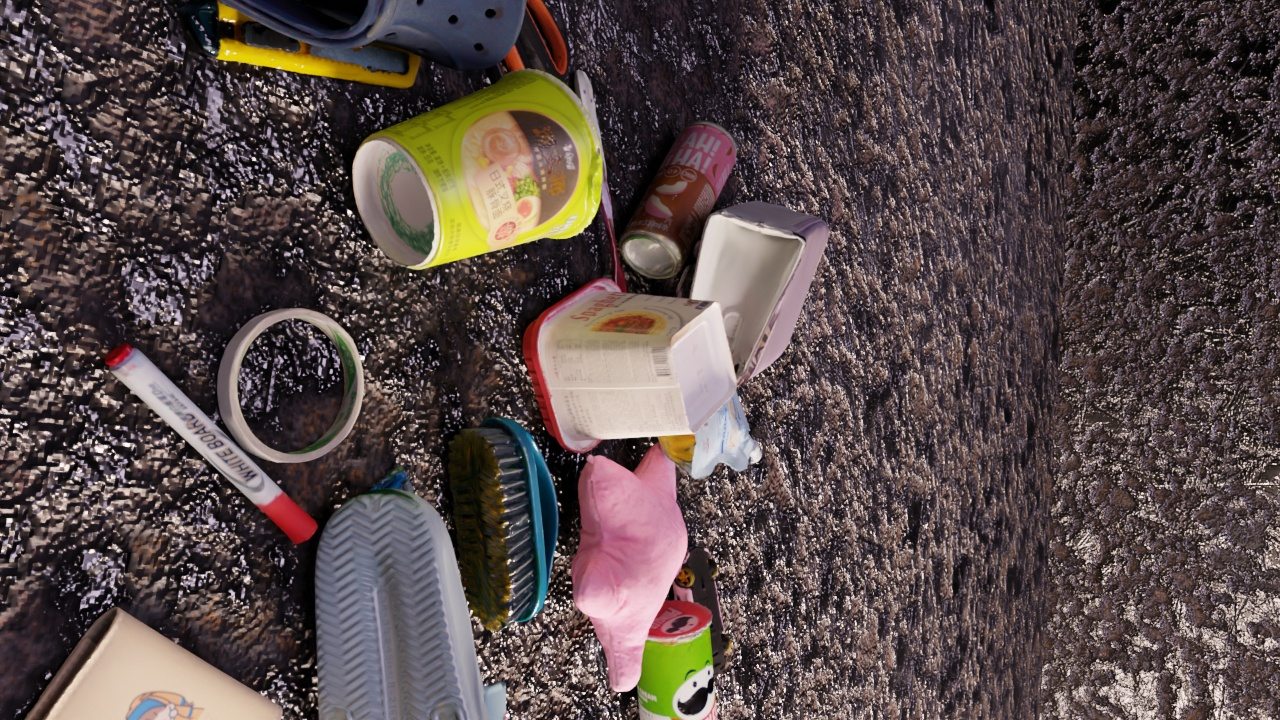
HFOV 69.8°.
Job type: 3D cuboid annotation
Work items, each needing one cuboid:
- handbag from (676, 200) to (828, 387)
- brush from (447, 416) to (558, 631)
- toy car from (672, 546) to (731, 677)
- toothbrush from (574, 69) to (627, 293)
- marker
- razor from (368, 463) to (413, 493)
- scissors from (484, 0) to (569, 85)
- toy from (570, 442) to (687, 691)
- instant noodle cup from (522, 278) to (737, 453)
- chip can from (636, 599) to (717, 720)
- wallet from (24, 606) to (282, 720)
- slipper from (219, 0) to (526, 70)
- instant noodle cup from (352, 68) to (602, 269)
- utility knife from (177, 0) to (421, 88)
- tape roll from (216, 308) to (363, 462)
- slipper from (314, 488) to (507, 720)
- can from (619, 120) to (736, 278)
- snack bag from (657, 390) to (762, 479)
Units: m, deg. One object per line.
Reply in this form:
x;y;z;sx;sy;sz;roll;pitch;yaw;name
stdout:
0.097;-0.063;0.811;0.196;0.098;0.145;-32;136;-69;handbag
-0.088;0.108;0.628;0.073;0.055;0.144;-15;103;-53;brush
0.053;0.235;0.855;0.056;0.037;0.122;3;76;-58;toy car
-0.034;-0.136;0.734;0.016;0.017;0.187;-25;109;-49;toothbrush
-0.217;0.046;0.473;0.017;0.017;0.145;-60;137;-34;marker
-0.137;0.136;0.589;0.042;0.022;0.143;-44;126;-43;razor
-0.107;-0.281;0.623;0.152;0.022;0.235;-35;116;-57;scissors
-0.008;0.137;0.724;0.194;0.075;0.179;-62;143;-50;toy
-0.004;0.004;0.685;0.116;0.124;0.117;-39;122;-47;instant noodle cup
0.034;0.332;0.800;0.072;0.072;0.236;-19;107;-54;chip can
-0.238;0.186;0.444;0.115;0.024;0.087;58;48;-40;wallet
-0.151;-0.210;0.451;0.252;0.105;0.095;8;47;-45;slipper
-0.103;-0.111;0.563;0.123;0.112;0.112;-32;117;-42;instant noodle cup
-0.182;-0.178;0.517;0.156;0.015;0.033;-12;104;-55;utility knife
-0.192;0.014;0.510;0.085;0.014;0.086;-3;94;-55;tape roll
-0.131;0.196;0.537;0.074;0.104;0.245;10;69;-81;slipper
0.034;-0.140;0.792;0.058;0.058;0.147;57;47;-39;can
0.064;0.050;0.837;0.190;0.039;0.110;5;60;-66;snack bag
